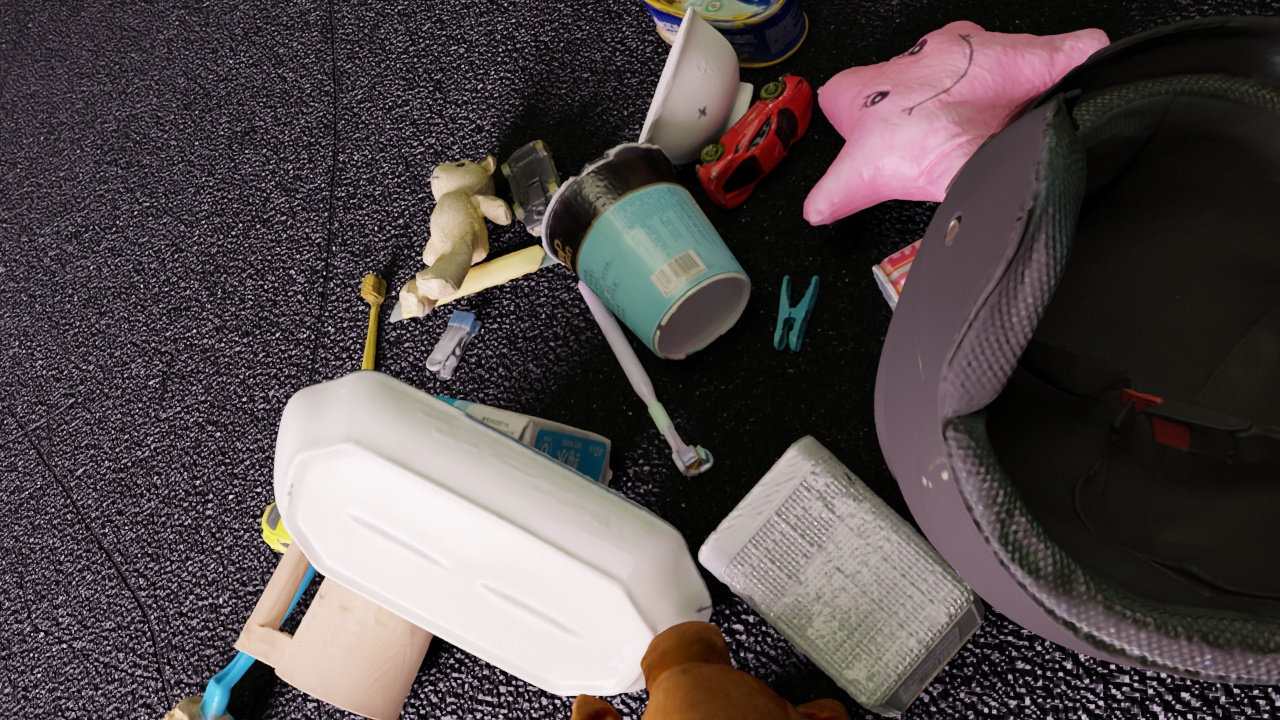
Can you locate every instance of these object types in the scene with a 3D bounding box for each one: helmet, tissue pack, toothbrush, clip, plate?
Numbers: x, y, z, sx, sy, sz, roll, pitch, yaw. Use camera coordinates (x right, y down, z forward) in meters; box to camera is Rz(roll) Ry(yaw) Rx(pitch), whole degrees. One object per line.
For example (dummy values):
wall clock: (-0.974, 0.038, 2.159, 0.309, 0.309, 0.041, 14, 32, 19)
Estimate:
helmet: (0.225, -0.003, 0.396, 0.233, 0.230, 0.274, 29, 74, 4)
tissue pack: (-0.086, 0.064, 0.577, 0.090, 0.140, 0.063, 11, 84, 26)
toothbrush: (-0.226, 0.011, 0.748, 0.016, 0.016, 0.189, -14, 60, 21)
toothbrush: (-0.004, 0.004, 0.637, 0.189, 0.029, 0.021, 58, 135, 36)
clip: (-0.147, -0.012, 0.721, 0.025, 0.033, 0.057, 13, 65, 29)
clip: (0.102, -0.031, 0.603, 0.040, 0.014, 0.056, 3, 68, 29)
plate: (-0.092, 0.110, 0.507, 0.266, 0.162, 0.034, 28, 36, 1)

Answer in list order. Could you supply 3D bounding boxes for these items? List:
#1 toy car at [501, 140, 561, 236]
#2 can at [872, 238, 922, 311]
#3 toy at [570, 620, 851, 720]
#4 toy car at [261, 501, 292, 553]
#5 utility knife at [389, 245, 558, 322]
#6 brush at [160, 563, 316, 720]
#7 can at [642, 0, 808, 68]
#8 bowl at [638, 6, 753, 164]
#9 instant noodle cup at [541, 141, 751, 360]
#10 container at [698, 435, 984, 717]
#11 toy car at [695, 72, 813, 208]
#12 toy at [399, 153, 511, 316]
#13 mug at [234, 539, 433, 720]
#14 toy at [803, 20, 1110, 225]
toy car: (-0.083, -0.139, 0.740, 0.042, 0.035, 0.090, -27, 56, 11)
can: (0.192, -0.049, 0.533, 0.094, 0.066, 0.066, -29, 56, 11)
toy: (0.007, 0.231, 0.457, 0.140, 0.130, 0.199, 34, 95, -3)
toy car: (-0.243, 0.127, 0.689, 0.105, 0.032, 0.048, 8, 69, 28)
utility knife: (-0.117, -0.069, 0.732, 0.207, 0.021, 0.030, -19, 56, 26)
brush: (-0.278, 0.212, 0.647, 0.083, 0.046, 0.254, 23, 81, 41)
can: (0.063, -0.283, 0.730, 0.148, 0.049, 0.074, 33, 83, 36)
bowl: (0.044, -0.190, 0.674, 0.064, 0.118, 0.118, 19, 71, -7)
instant noodle cup: (0.010, -0.067, 0.622, 0.111, 0.111, 0.120, -40, 63, 4)
container: (0.109, 0.116, 0.480, 0.090, 0.090, 0.114, -48, 57, -2)
toy car: (0.086, -0.156, 0.653, 0.106, 0.049, 0.031, -47, 55, -2)
toy: (-0.151, -0.100, 0.729, 0.105, 0.066, 0.156, -33, 35, 39)
mug: (-0.193, 0.164, 0.608, 0.125, 0.084, 0.103, 18, 72, 18)
toy: (0.175, -0.155, 0.589, 0.194, 0.074, 0.179, -47, 40, -13)
